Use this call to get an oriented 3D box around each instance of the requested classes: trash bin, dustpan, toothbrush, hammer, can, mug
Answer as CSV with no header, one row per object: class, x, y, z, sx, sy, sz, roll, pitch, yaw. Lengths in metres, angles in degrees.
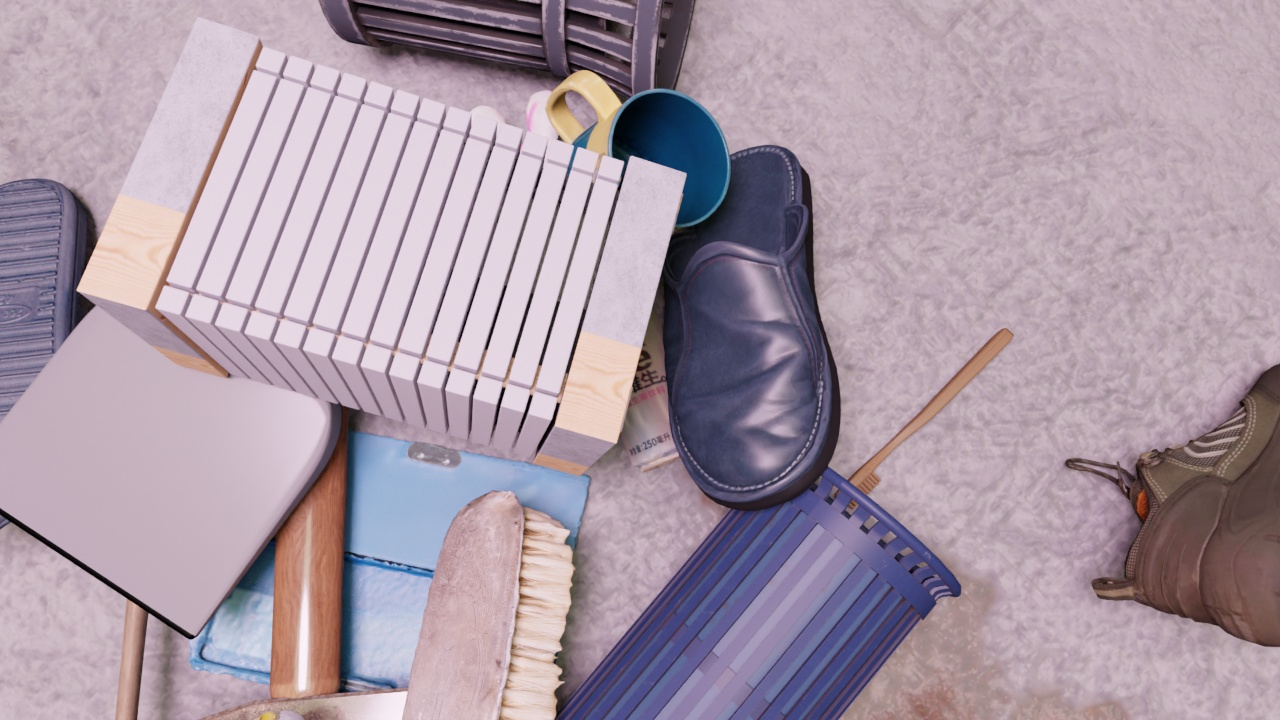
trash bin,-0.084,-0.263,0.603,0.227,0.164,0.164,12,82,6
dustpan,-0.256,0.012,0.557,0.163,0.033,0.257,34,83,-2
toothbrush,0.195,0.038,0.625,0.166,0.016,0.016,-44,83,-5
hammer,-0.313,0.134,0.581,0.030,0.120,0.330,6,74,-21
hammer,-0.217,0.102,0.584,0.158,0.037,0.300,-4,71,-2
trash bin,0.054,0.185,0.545,0.139,0.139,0.249,41,86,6
can,-0.004,0.004,0.613,0.054,0.054,0.135,-22,82,-3
mug,-0.015,-0.129,0.581,0.083,0.107,0.113,-47,108,-19
trash bin,-0.123,-0.046,0.498,0.247,0.143,0.142,16,74,-6

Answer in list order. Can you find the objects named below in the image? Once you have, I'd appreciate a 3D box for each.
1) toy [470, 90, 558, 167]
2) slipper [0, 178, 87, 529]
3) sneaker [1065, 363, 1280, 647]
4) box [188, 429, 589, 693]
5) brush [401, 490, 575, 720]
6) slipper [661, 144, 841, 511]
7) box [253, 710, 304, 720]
toy,-0.071,-0.123,0.640,0.076,0.037,0.125,-21,87,-10
slipper,-0.410,0.001,0.612,0.101,0.083,0.263,-5,62,-5
sneaker,0.362,0.087,0.585,0.237,0.143,0.101,-39,106,-36
box,-0.160,0.138,0.607,0.231,0.033,0.174,12,75,3
brush,-0.091,0.206,0.509,0.083,0.056,0.270,-21,52,38
slipper,0.053,-0.043,0.555,0.109,0.083,0.265,-14,55,28
box,-0.196,0.293,0.530,0.129,0.034,0.210,-27,117,4
